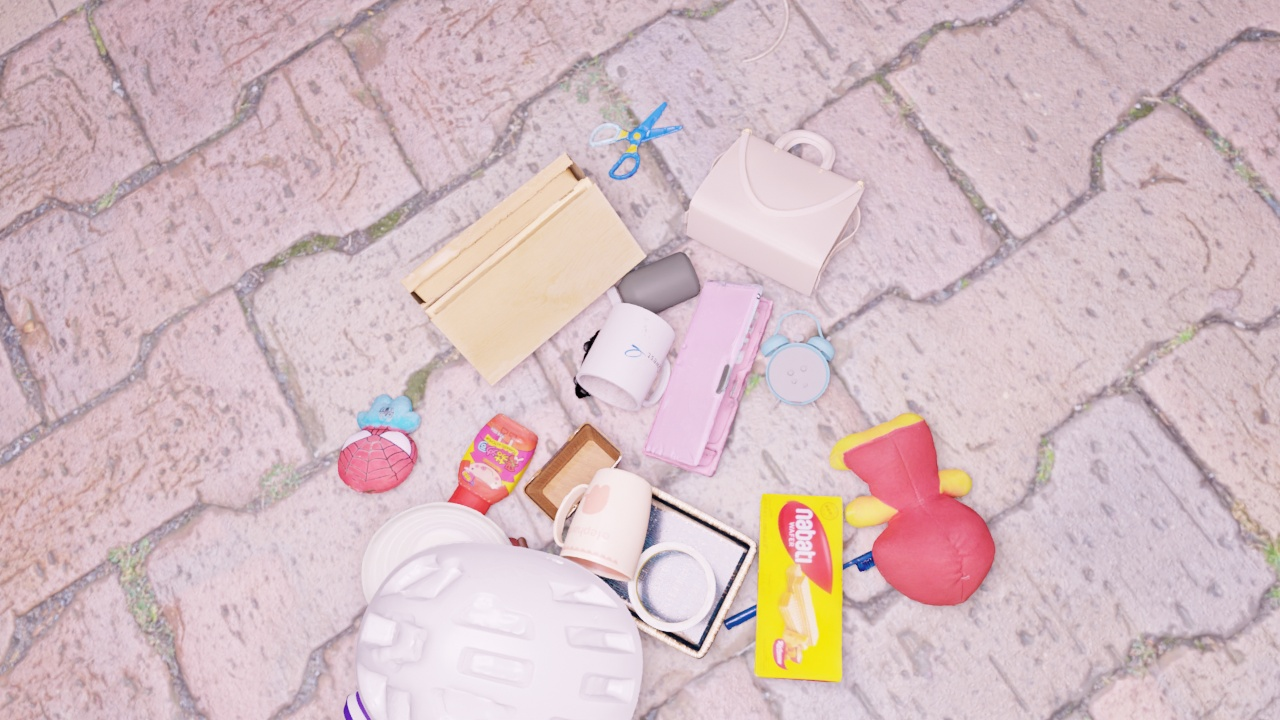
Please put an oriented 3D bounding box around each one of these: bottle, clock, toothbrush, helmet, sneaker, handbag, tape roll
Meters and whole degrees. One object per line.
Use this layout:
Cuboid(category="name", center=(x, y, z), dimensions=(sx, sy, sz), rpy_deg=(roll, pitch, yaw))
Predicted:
Cuboid(category="bottle", center=(0.015, -0.088, 1.128), dimensions=(0.108, 0.060, 0.060), rpy_deg=(-23, 75, 0))
Cuboid(category="clock", center=(0.188, -0.001, 1.098), dimensions=(0.087, 0.042, 0.123), rpy_deg=(3, 78, 6))
Cuboid(category="bottle", center=(-0.181, 0.133, 1.099), dimensions=(0.071, 0.048, 0.134), rpy_deg=(30, 81, 10))
Cuboid(category="toothbrush", center=(0.183, 0.264, 1.047), dimensions=(0.190, 0.016, 0.017), rpy_deg=(-25, 82, -1))
Cuboid(category="helmet", center=(-0.138, 0.306, 0.940), dimensions=(0.282, 0.184, 0.223), rpy_deg=(4, 70, 9))
Cuboid(category="sneaker", center=(-0.210, 0.420, 1.013), dimensions=(0.244, 0.092, 0.111), rpy_deg=(35, 80, 9))
Cuboid(category="handbag", center=(0.181, -0.207, 1.132), dimensions=(0.195, 0.101, 0.197), rpy_deg=(28, 68, 11))
Cuboid(category="tape roll", center=(0.034, 0.243, 0.990), dimensions=(0.094, 0.019, 0.094), rpy_deg=(-2, 76, 6))

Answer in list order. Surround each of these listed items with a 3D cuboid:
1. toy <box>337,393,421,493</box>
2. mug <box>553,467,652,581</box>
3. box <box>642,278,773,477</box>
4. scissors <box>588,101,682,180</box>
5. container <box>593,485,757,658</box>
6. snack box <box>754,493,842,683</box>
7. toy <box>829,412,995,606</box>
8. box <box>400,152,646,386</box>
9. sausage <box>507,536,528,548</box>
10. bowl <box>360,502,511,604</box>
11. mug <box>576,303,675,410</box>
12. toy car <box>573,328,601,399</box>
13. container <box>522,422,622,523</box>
Cuboid(category="toy", center=(-0.315, 0.100, 1.116), dimensions=(0.092, 0.062, 0.132), rpy_deg=(8, 65, 0))
Cuboid(category="mug", center=(-0.044, 0.173, 0.990), dimensions=(0.112, 0.085, 0.104), rpy_deg=(3, 64, 36))
Cuboid(category="box", center=(0.080, 0.015, 1.086), dimensions=(0.099, 0.080, 0.232), rpy_deg=(20, 79, 9))
Cuboid(category="scissors", center=(-0.010, -0.299, 1.208), dimensions=(0.109, 0.018, 0.131), rpy_deg=(39, 84, 10))
Cuboid(category="container", center=(0.021, 0.230, 1.043), dimensions=(0.187, 0.071, 0.145), rpy_deg=(26, 80, 11))
Cuboid(category="snack box", center=(0.177, 0.250, 1.020), dimensions=(0.092, 0.042, 0.200), rpy_deg=(2, 74, 7))
Cuboid(category="toy", center=(0.306, 0.167, 1.021), dimensions=(0.147, 0.099, 0.216), rpy_deg=(-25, 70, 7))
Cuboid(category="box", center=(-0.146, -0.119, 1.106), dimensions=(0.248, 0.142, 0.179), rpy_deg=(-40, 67, -3))
Cuboid(category="sausage", center=(-0.129, 0.279, 1.062), dimensions=(0.040, 0.040, 0.155), rpy_deg=(-22, 75, 0))
Cuboid(category="bowl", center=(-0.226, 0.237, 1.056), dimensions=(0.176, 0.057, 0.177), rpy_deg=(-1, 102, -3))
Cuboid(category="mug", center=(-0.007, 0.006, 1.084), dimensions=(0.083, 0.119, 0.096), rpy_deg=(6, 62, 45))
Cuboid(category="toy car", center=(-0.054, 0.005, 1.123), dimensions=(0.036, 0.042, 0.091), rpy_deg=(19, 78, -16))
Cuboid(category="container", center=(-0.076, 0.135, 1.081), dimensions=(0.063, 0.061, 0.114), rpy_deg=(42, 83, 13))
